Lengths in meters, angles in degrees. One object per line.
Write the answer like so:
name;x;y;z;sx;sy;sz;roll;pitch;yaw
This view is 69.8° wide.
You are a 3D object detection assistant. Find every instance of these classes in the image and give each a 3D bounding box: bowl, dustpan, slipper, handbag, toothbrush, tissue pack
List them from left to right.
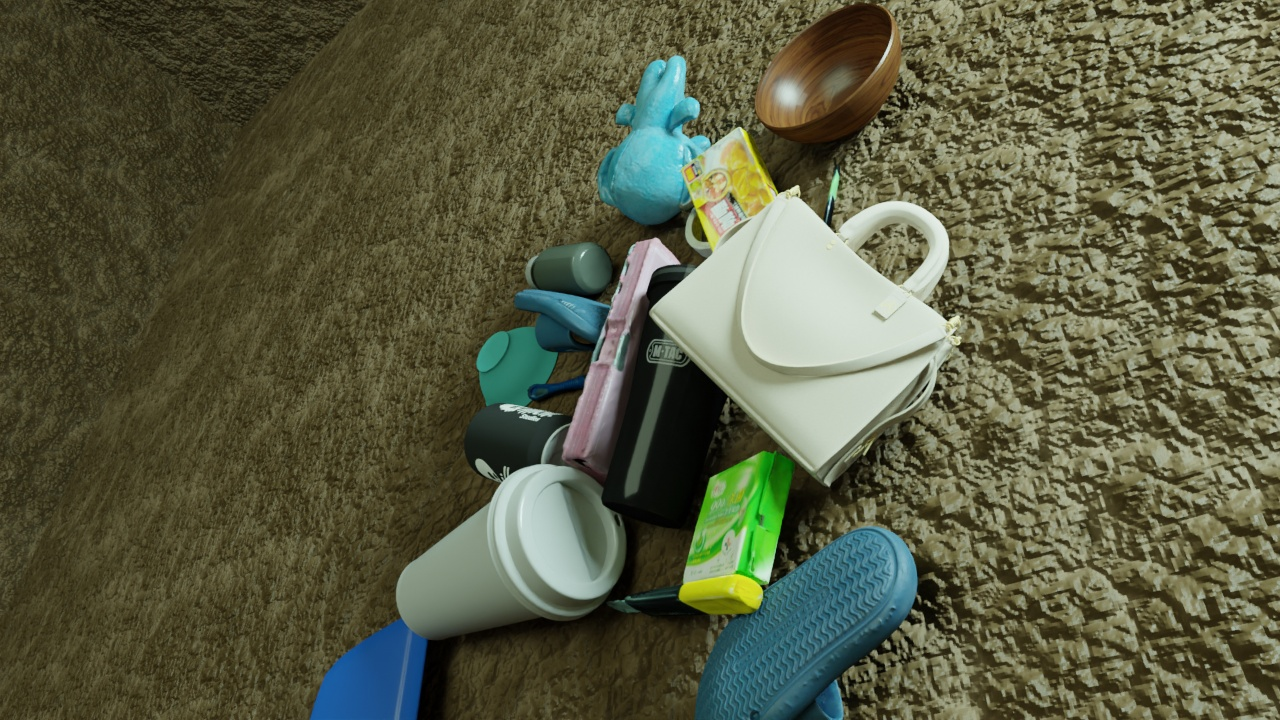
dustpan;-0.296;0.379;0.890;0.258;0.059;0.245;-22;45;22
bowl;-0.154;0.001;1.057;0.121;0.046;0.121;-29;42;30
slipper;-0.065;-0.036;0.959;0.214;0.103;0.059;25;106;58
tissue pack;0.072;0.124;0.679;0.114;0.034;0.099;138;152;-62
slipper;0.104;0.192;0.598;0.214;0.059;0.103;-52;23;22
toothbrush;0.163;-0.102;0.816;0.017;0.014;0.187;-1;59;33
handbag;0.139;-0.040;0.677;0.198;0.101;0.194;-46;67;2
bowl;0.188;-0.257;0.869;0.148;0.069;0.147;-28;42;29

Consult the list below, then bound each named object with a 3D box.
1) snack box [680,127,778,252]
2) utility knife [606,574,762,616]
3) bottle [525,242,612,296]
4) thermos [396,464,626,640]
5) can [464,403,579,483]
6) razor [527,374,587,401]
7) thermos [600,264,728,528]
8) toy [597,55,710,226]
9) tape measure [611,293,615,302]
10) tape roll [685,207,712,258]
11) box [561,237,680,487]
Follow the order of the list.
snack box;0.095;-0.142;0.874;0.075;0.025;0.152;-32;60;26
utility knife;0.025;0.179;0.684;0.198;0.029;0.020;-29;27;55
bottle;-0.085;-0.103;1.056;0.109;0.060;0.060;1;62;49
thermos;-0.126;0.184;0.817;0.223;0.131;0.131;-32;40;39
can;-0.107;0.088;0.902;0.146;0.080;0.080;6;65;50
razor;-0.072;0.024;0.970;0.141;0.018;0.044;-13;88;45
thermos;0.032;0.028;0.786;0.106;0.105;0.218;-2;64;48
toy;0.024;-0.236;1.006;0.184;0.114;0.180;14;93;53
tape measure;0.004;-0.077;0.970;0.064;0.016;0.065;22;78;54
tape roll;0.088;-0.148;0.934;0.094;0.019;0.093;-29;42;29
box;-0.005;0.005;0.849;0.041;0.098;0.232;-4;59;38
